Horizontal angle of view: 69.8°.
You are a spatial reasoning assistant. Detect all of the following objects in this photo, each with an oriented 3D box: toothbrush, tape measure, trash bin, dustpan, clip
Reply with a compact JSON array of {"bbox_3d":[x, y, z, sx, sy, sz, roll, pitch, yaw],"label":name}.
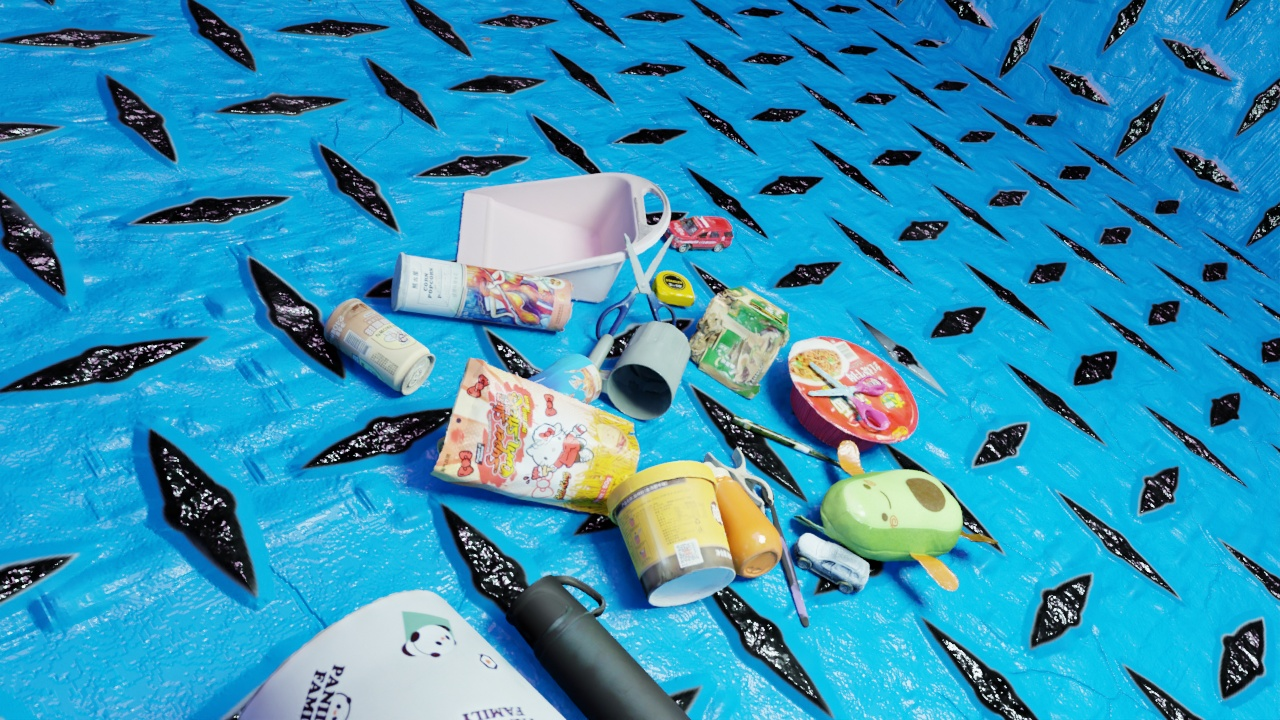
[{"bbox_3d":[0.203,0.109,1.183,0.186,0.017,0.012,23,76,-3],"label":"toothbrush"},{"bbox_3d":[0.044,-0.101,1.319,0.060,0.029,0.057,8,44,-21],"label":"tape measure"},{"bbox_3d":[-0.134,0.311,0.630,0.252,0.230,0.228,41,41,25],"label":"trash bin"},{"bbox_3d":[-0.109,-0.194,1.254,0.273,0.139,0.222,11,42,-19],"label":"dustpan"},{"bbox_3d":[0.163,0.218,1.048,0.014,0.017,0.188,-1,48,-13],"label":"toothbrush"},{"bbox_3d":[0.120,0.145,1.091,0.070,0.035,0.100,-7,41,-33],"label":"clip"}]

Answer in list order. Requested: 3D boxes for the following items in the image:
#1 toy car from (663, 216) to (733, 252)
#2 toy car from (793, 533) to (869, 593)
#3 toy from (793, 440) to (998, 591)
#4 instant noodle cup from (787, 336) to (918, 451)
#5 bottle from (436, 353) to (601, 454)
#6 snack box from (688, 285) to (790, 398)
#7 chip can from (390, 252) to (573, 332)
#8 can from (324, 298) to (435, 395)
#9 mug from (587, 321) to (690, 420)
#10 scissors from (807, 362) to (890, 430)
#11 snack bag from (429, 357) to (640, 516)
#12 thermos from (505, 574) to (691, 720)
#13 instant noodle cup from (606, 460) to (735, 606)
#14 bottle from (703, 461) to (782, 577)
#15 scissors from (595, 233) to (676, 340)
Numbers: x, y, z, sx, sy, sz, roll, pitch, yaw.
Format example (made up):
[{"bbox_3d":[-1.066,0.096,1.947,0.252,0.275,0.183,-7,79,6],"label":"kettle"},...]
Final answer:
[{"bbox_3d":[0.092,-0.202,1.445,0.120,0.045,0.053,-9,49,-32],"label":"toy car"},{"bbox_3d":[0.219,0.229,1.048,0.090,0.034,0.042,29,43,6],"label":"toy car"},{"bbox_3d":[0.310,0.183,1.103,0.246,0.090,0.227,-1,39,-33],"label":"toy"},{"bbox_3d":[0.275,0.054,1.244,0.193,0.066,0.193,15,42,-14],"label":"instant noodle cup"},{"bbox_3d":[-0.134,0.056,1.023,0.065,0.065,0.218,42,42,19],"label":"bottle"},{"bbox_3d":[0.143,-0.037,1.247,0.117,0.118,0.105,33,30,8],"label":"snack box"},{"bbox_3d":[-0.195,-0.082,1.138,0.214,0.071,0.071,7,43,-22],"label":"chip can"},{"bbox_3d":[-0.291,-0.016,1.022,0.116,0.059,0.058,34,40,10],"label":"can"},{"bbox_3d":[-0.007,0.007,1.142,0.124,0.084,0.103,11,37,13],"label":"mug"},{"bbox_3d":[0.277,0.040,1.198,0.133,0.017,0.133,41,44,23],"label":"scissors"},{"bbox_3d":[-0.106,0.089,0.965,0.207,0.073,0.128,21,80,-27],"label":"snack bag"},{"bbox_3d":[-0.013,0.292,0.823,0.089,0.069,0.242,-28,63,-40],"label":"thermos"},{"bbox_3d":[0.036,0.181,0.943,0.118,0.119,0.114,1,53,-27],"label":"instant noodle cup"},{"bbox_3d":[0.102,0.171,1.031,0.066,0.067,0.149,1,38,-28],"label":"bottle"},{"bbox_3d":[0.000,-0.086,1.207,0.162,0.176,0.012,-41,37,-11],"label":"scissors"}]
